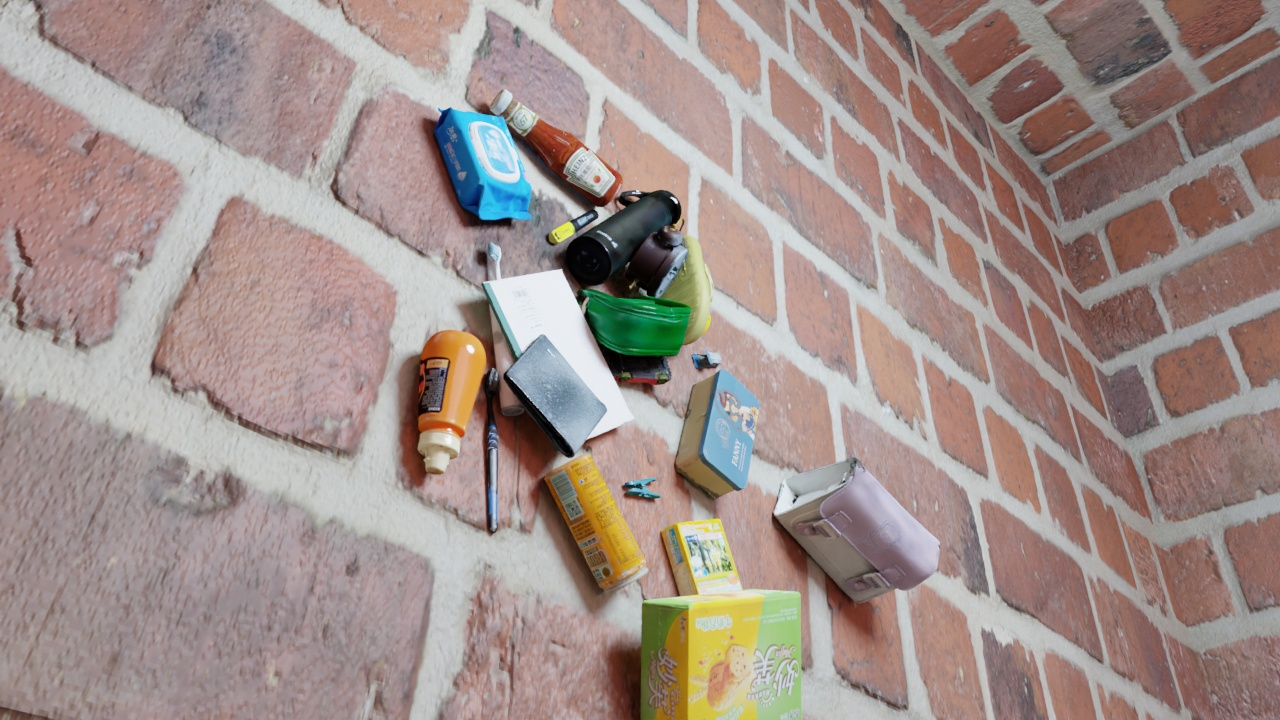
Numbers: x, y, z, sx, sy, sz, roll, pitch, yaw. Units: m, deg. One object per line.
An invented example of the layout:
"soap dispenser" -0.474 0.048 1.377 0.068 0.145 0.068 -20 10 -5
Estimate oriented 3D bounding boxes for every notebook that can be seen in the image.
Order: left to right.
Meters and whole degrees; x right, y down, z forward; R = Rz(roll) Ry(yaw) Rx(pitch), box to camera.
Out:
"notebook" -0.095 -0.006 1.078 0.150 0.012 0.209 -19 83 -56

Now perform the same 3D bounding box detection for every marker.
"marker" -0.088 -0.183 1.243 0.018 0.015 0.123 59 35 -8

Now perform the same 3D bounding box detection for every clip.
"clip" 0.002 0.154 1.115 0.055 0.014 0.039 12 56 -46
"clip" 0.101 -0.001 1.332 0.058 0.045 0.027 8 56 -57

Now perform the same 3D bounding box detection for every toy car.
"toy car" -0.007 0.007 1.190 0.106 0.031 0.049 5 59 -39

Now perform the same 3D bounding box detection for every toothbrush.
"toothbrush" -0.156 0.092 0.974 0.014 0.016 0.189 15 55 -33
"toothbrush" -0.158 -0.041 1.054 0.026 0.027 0.220 39 36 -58

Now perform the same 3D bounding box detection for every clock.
"clock" 0.029 -0.140 1.246 0.055 0.122 0.082 34 4 8

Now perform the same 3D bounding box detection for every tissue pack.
"tissue pack" -0.190 -0.243 1.134 0.094 0.052 0.157 -6 70 -50

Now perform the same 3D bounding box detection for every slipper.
"slipper" 0.072 -0.095 1.308 0.081 0.092 0.190 31 42 -36

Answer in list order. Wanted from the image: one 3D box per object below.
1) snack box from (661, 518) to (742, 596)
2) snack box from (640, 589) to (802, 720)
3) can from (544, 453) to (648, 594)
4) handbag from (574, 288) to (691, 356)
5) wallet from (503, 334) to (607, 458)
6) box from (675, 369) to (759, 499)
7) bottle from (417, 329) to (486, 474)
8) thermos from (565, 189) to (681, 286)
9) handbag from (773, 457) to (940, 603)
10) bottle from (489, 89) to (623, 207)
"snack box" 0.082 0.265 1.114 0.086 0.034 0.140 4 64 -48
"snack box" 0.094 0.337 1.010 0.209 0.070 0.157 10 77 -45
"can" -0.048 0.177 1.003 0.058 0.058 0.146 -22 83 -53
"handbag" -0.009 -0.055 1.175 0.120 0.068 0.131 29 20 38
"wallet" -0.094 0.038 1.025 0.121 0.019 0.097 52 34 -12
"box" 0.104 0.102 1.231 0.090 0.060 0.183 39 39 -24
"bottle" -0.196 0.044 0.927 0.066 0.067 0.149 26 55 -36
"thermos" -0.026 -0.182 1.282 0.090 0.069 0.241 30 34 10
"handbag" 0.305 0.240 1.295 0.197 0.145 0.098 46 36 -15
"bottle" -0.114 -0.290 1.250 0.206 0.060 0.059 36 42 -25
